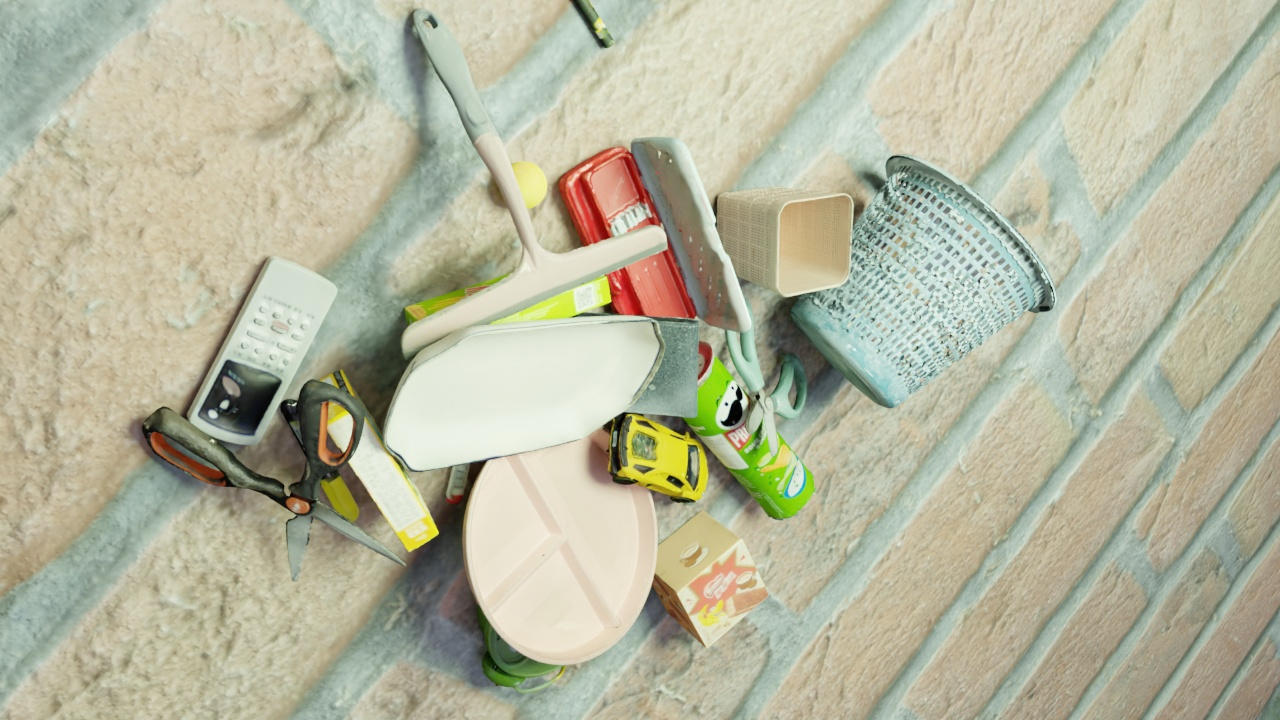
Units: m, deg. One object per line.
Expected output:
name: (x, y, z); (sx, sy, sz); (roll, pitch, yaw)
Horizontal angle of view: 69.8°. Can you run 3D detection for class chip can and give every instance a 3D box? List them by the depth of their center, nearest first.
chip can: (0.104, 0.079, 0.970); (0.072, 0.072, 0.236); (-48, 125, -9)

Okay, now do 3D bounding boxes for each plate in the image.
plate: (-0.095, 0.017, 0.771); (0.265, 0.034, 0.162); (-8, 140, -40)
plate: (-0.073, 0.166, 0.863); (0.229, 0.028, 0.229); (11, 73, -42)

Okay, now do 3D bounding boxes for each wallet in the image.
wallet: (-0.005, 0.005, 0.866); (0.121, 0.019, 0.097); (4, 111, 10)

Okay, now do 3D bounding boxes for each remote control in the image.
remote control: (-0.297, -0.006, 0.722); (0.058, 0.021, 0.150); (27, 91, -35)

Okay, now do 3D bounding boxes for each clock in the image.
clock: (-0.105, 0.263, 0.913); (0.116, 0.056, 0.161); (-12, 112, -27)

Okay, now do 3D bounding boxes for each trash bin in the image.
trash bin: (0.273, -0.067, 0.957); (0.195, 0.226, 0.226); (-44, 125, 4)

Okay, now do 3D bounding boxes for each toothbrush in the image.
toothbrush: (-0.072, -0.339, 0.753); (0.017, 0.012, 0.186); (-51, 125, -20)

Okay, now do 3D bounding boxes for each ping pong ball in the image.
ping pong ball: (-0.100, -0.149, 0.783); (0.040, 0.040, 0.040); (-11, 112, -29)

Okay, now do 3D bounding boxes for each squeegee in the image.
squeegee: (-0.119, -0.162, 0.719); (0.247, 0.040, 0.249); (-26, 97, -23)

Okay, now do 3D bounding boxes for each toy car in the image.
toy car: (0.023, 0.099, 0.926); (0.155, 0.041, 0.071); (28, 59, -42)

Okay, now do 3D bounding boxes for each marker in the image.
marker: (-0.271, 0.085, 0.775); (0.018, 0.015, 0.124); (-30, 117, -21)
marker: (-0.156, 0.061, 0.836); (0.017, 0.017, 0.145); (8, 103, -34)

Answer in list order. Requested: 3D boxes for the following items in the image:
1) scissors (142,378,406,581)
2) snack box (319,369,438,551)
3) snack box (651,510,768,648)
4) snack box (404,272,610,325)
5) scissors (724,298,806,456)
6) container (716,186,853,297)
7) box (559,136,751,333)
scissors: (-0.276, 0.096, 0.710); (0.221, 0.021, 0.234); (23, 126, -9)
snack box: (-0.220, 0.082, 0.759); (0.033, 0.087, 0.140); (-33, 121, -12)
snack box: (0.070, 0.237, 0.999); (0.092, 0.077, 0.094); (-36, 121, -17)
snack box: (-0.113, -0.047, 0.783); (0.156, 0.086, 0.026); (-22, 118, -24)
scissors: (0.123, 0.006, 0.949); (0.181, 0.019, 0.169); (62, 35, -13)
container: (0.134, -0.122, 0.895); (0.089, 0.111, 0.090); (-13, 113, -28)
box: (0.018, -0.097, 0.839); (0.102, 0.100, 0.201); (-35, 121, -18)
